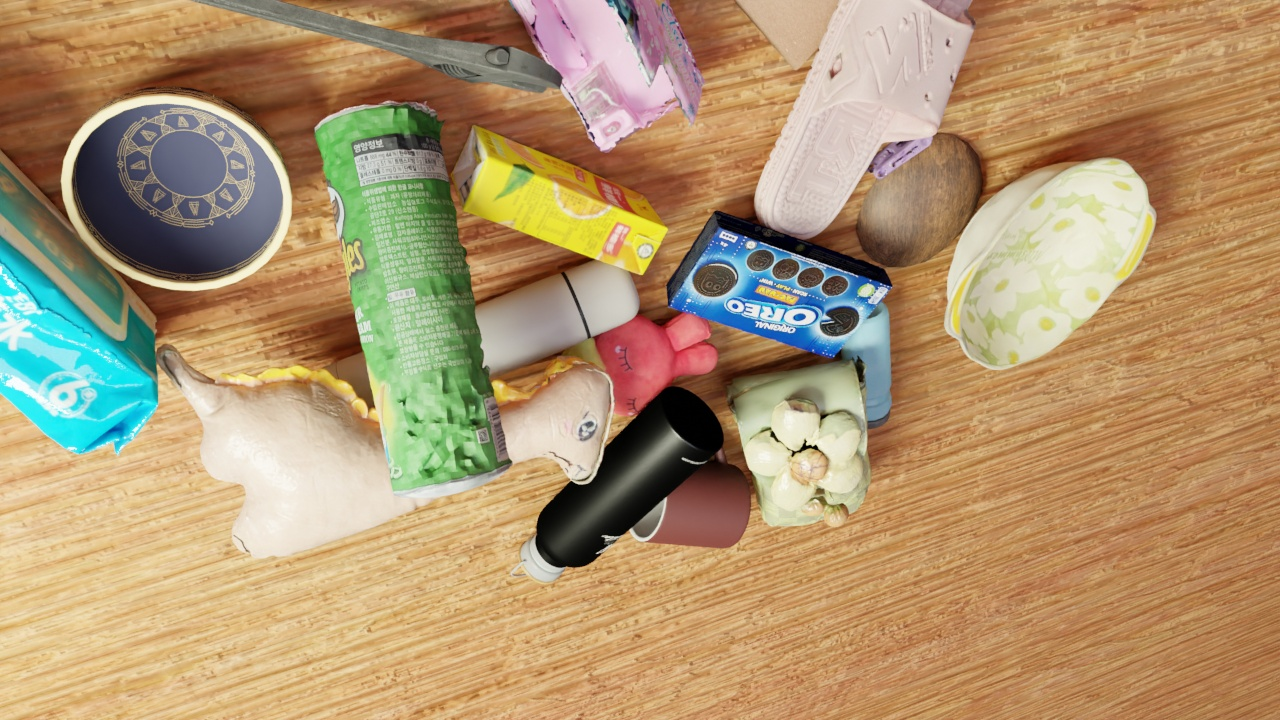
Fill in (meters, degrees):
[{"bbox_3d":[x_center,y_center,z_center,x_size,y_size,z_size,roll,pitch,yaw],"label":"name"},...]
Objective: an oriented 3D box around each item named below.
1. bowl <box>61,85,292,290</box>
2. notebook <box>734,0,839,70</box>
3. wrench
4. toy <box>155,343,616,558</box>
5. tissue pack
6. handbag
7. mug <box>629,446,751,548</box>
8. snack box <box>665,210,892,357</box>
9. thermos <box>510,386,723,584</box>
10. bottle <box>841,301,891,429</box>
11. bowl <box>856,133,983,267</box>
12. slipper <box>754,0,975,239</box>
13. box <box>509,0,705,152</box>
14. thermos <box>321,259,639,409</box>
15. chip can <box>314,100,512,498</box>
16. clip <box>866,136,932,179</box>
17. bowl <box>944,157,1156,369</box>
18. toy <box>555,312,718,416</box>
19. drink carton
[{"bbox_3d":[-0.258,-0.103,0.521,0.112,0.061,0.113,-10,125,-15],"label":"bowl"},{"bbox_3d":[0.084,-0.300,0.557,0.141,0.008,0.209,-46,126,12],"label":"notebook"},{"bbox_3d":[-0.175,-0.186,0.504,0.273,0.073,0.018,9,96,-19],"label":"wrench"},{"bbox_3d":[-0.146,0.035,0.592,0.264,0.065,0.196,-22,118,-13],"label":"toy"},{"bbox_3d":[-0.343,-0.050,0.490,0.066,0.117,0.209,-33,128,-6],"label":"tissue pack"},{"bbox_3d":[0.143,0.085,0.764,0.113,0.116,0.187,-12,131,8],"label":"handbag"},{"bbox_3d":[0.043,0.104,0.778,0.082,0.073,0.105,10,92,-27],"label":"mug"},{"bbox_3d":[0.103,-0.054,0.689,0.150,0.027,0.082,16,131,-19],"label":"snack box"},{"bbox_3d":[-0.030,0.114,0.737,0.061,0.061,0.232,23,127,-32],"label":"thermos"},{"bbox_3d":[0.193,0.008,0.785,0.040,0.040,0.130,-20,127,-8],"label":"bottle"},{"bbox_3d":[0.227,-0.119,0.722,0.102,0.026,0.114,25,110,-32],"label":"bowl"},{"bbox_3d":[0.162,-0.180,0.627,0.094,0.064,0.240,10,120,-36],"label":"slipper"},{"bbox_3d":[-0.033,-0.221,0.509,0.085,0.096,0.230,-32,127,1],"label":"box"},{"bbox_3d":[-0.109,-0.013,0.645,0.224,0.052,0.052,-23,127,-6],"label":"thermos"},{"bbox_3d":[-0.131,-0.032,0.538,0.075,0.075,0.223,-12,88,-14],"label":"chip can"},{"bbox_3d":[0.194,-0.154,0.686,0.053,0.036,0.013,-29,127,16],"label":"clip"},{"bbox_3d":[0.317,-0.086,0.748,0.219,0.060,0.189,-16,132,-21],"label":"bowl"},{"bbox_3d":[-0.004,0.004,0.702,0.135,0.045,0.092,-16,130,-14],"label":"toy"},{"bbox_3d":[-0.052,-0.103,0.604,0.134,0.058,0.043,17,117,-30],"label":"drink carton"}]
